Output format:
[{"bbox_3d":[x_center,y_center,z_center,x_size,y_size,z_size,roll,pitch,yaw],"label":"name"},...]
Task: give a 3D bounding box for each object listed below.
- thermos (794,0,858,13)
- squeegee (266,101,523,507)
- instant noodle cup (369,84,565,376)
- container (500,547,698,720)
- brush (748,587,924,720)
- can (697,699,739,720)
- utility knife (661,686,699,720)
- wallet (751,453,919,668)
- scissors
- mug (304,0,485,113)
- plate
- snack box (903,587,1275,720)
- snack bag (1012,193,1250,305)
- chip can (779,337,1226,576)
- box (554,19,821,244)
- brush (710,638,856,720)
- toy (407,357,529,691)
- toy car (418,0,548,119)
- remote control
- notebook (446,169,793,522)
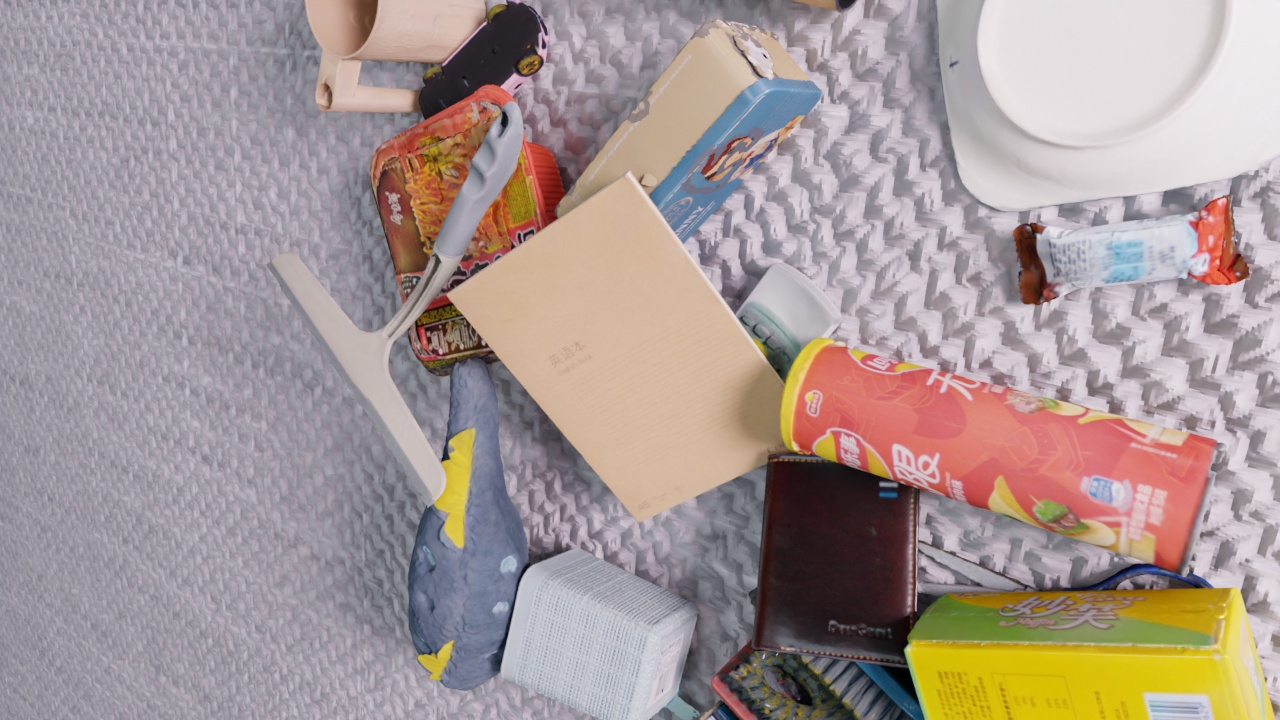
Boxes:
[{"bbox_3d":[0.061,-0.249,0.516,0.143,0.092,0.093,30,117,20],"label":"thermos"},{"bbox_3d":[-0.140,-0.074,0.634,0.246,0.039,0.247,50,117,22],"label":"squeegee"},{"bbox_3d":[-0.116,-0.093,0.686,0.165,0.078,0.189,-12,95,37],"label":"instant noodle cup"},{"bbox_3d":[-0.027,0.203,0.674,0.111,0.090,0.090,16,98,25],"label":"container"},{"bbox_3d":[0.138,0.174,0.577,0.144,0.055,0.073,42,100,22],"label":"brush"},{"bbox_3d":[0.067,0.306,0.645,0.111,0.075,0.075,46,123,20],"label":"can"},{"bbox_3d":[-0.021,0.234,0.730,0.166,0.018,0.034,30,116,27],"label":"utility knife"},{"bbox_3d":[0.119,0.119,0.558,0.096,0.020,0.122,0,75,23],"label":"wallet"},{"bbox_3d":[0.236,0.133,0.519,0.169,0.012,0.147,45,124,19],"label":"scissors"},{"bbox_3d":[-0.184,-0.245,0.685,0.084,0.103,0.125,32,118,27],"label":"mug"},{"bbox_3d":[0.224,-0.160,0.446,0.164,0.034,0.164,-6,98,37],"label":"plate"},{"bbox_3d":[0.249,0.229,0.485,0.158,0.069,0.210,-14,97,40],"label":"snack box"},{"bbox_3d":[0.242,-0.053,0.461,0.105,0.026,0.045,-4,107,38],"label":"snack bag"},{"bbox_3d":[0.186,0.047,0.499,0.217,0.073,0.073,17,110,32],"label":"chip can"},{"bbox_3d":[0.022,-0.122,0.571,0.059,0.089,0.185,53,128,13],"label":"box"},{"bbox_3d":[0.117,0.249,0.610,0.146,0.063,0.069,45,153,18],"label":"brush"},{"bbox_3d":[-0.133,0.174,0.714,0.137,0.091,0.357,-101,15,-53],"label":"toy"},{"bbox_3d":[-0.116,-0.214,0.686,0.123,0.037,0.056,-35,81,25],"label":"toy car"},{"bbox_3d":[0.073,0.001,0.604,0.056,0.019,0.135,48,124,18],"label":"remote control"},{"bbox_3d":[-0.003,0.003,0.588,0.150,0.012,0.211,-29,110,25],"label":"notebook"}]
